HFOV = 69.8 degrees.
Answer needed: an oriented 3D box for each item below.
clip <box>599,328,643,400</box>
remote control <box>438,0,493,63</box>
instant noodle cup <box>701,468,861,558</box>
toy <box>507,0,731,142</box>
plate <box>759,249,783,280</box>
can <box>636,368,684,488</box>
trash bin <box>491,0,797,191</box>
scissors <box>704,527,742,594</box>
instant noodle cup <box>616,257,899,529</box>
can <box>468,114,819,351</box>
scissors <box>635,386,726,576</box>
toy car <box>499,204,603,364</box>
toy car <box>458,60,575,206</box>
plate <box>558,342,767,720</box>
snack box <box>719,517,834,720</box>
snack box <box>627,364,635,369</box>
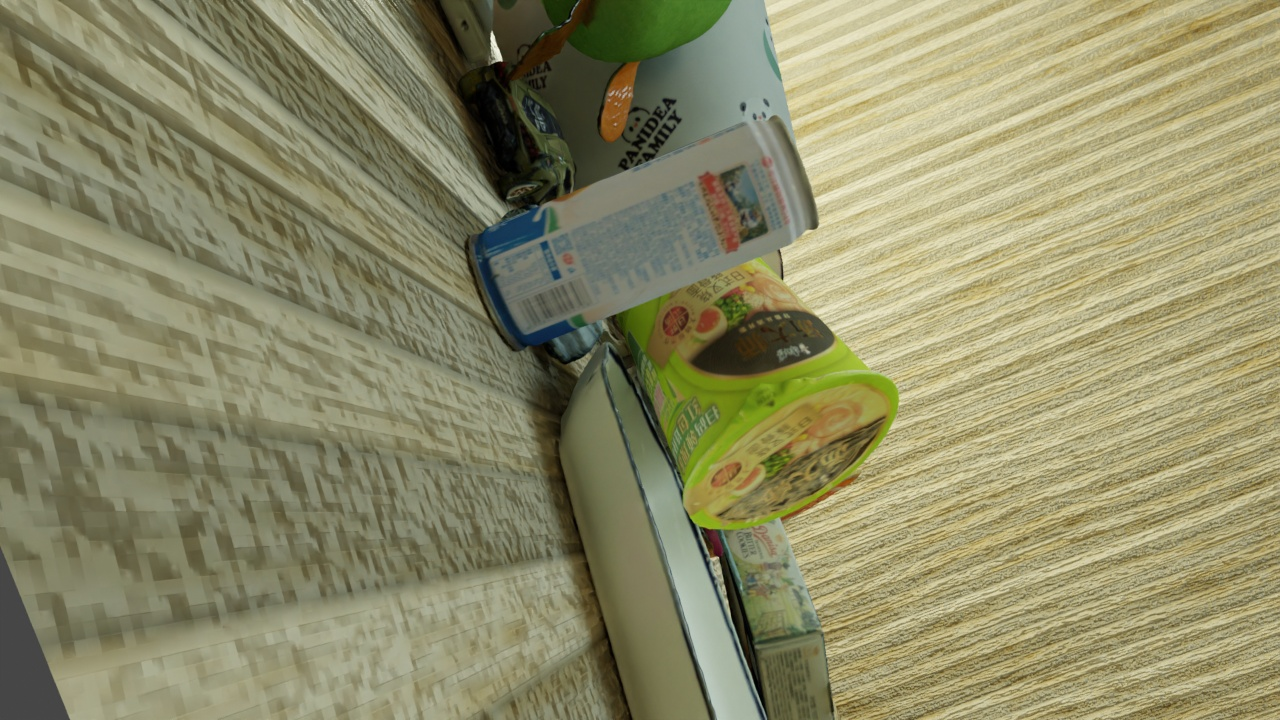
[{"bbox_3d":[-0.006,-0.001,0.670,0.100,0.034,0.070,68,1,-65],"label":"clip"},{"bbox_3d":[-0.110,-0.227,0.577,0.124,0.024,0.049,-103,169,-57],"label":"remote control"},{"bbox_3d":[0.096,0.085,0.788,0.111,0.151,0.151,62,3,16],"label":"instant noodle cup"},{"bbox_3d":[0.004,-0.230,0.504,0.246,0.090,0.227,-40,151,-59],"label":"toy"},{"bbox_3d":[0.061,-0.046,0.878,0.039,0.192,0.192,31,-20,37],"label":"plate"},{"bbox_3d":[0.034,0.040,0.659,0.147,0.058,0.058,77,-5,-58],"label":"can"},{"bbox_3d":[0.002,-0.221,0.708,0.229,0.230,0.251,31,44,-81],"label":"trash bin"},{"bbox_3d":[0.044,0.096,0.551,0.133,0.017,0.118,-110,-175,-56],"label":"scissors"},{"bbox_3d":[0.045,0.002,0.454,0.123,0.111,0.112,60,0,34],"label":"instant noodle cup"},{"bbox_3d":[0.001,-0.052,0.376,0.053,0.134,0.053,-20,89,-84],"label":"can"},{"bbox_3d":[0.017,0.065,0.572,0.179,0.014,0.159,88,-24,-72],"label":"scissors"},{"bbox_3d":[-0.043,-0.040,0.445,0.043,0.034,0.090,57,10,-48],"label":"toy car"},{"bbox_3d":[-0.065,-0.125,0.539,0.158,0.042,0.070,-17,86,-87],"label":"toy car"},{"bbox_3d":[0.016,0.117,0.387,0.162,0.034,0.265,59,10,-63],"label":"plate"},{"bbox_3d":[0.091,0.192,0.632,0.182,0.046,0.178,-101,179,-62],"label":"snack box"},{"bbox_3d":[0.040,-0.018,0.784,0.053,0.125,0.113,52,-7,43],"label":"snack box"}]
